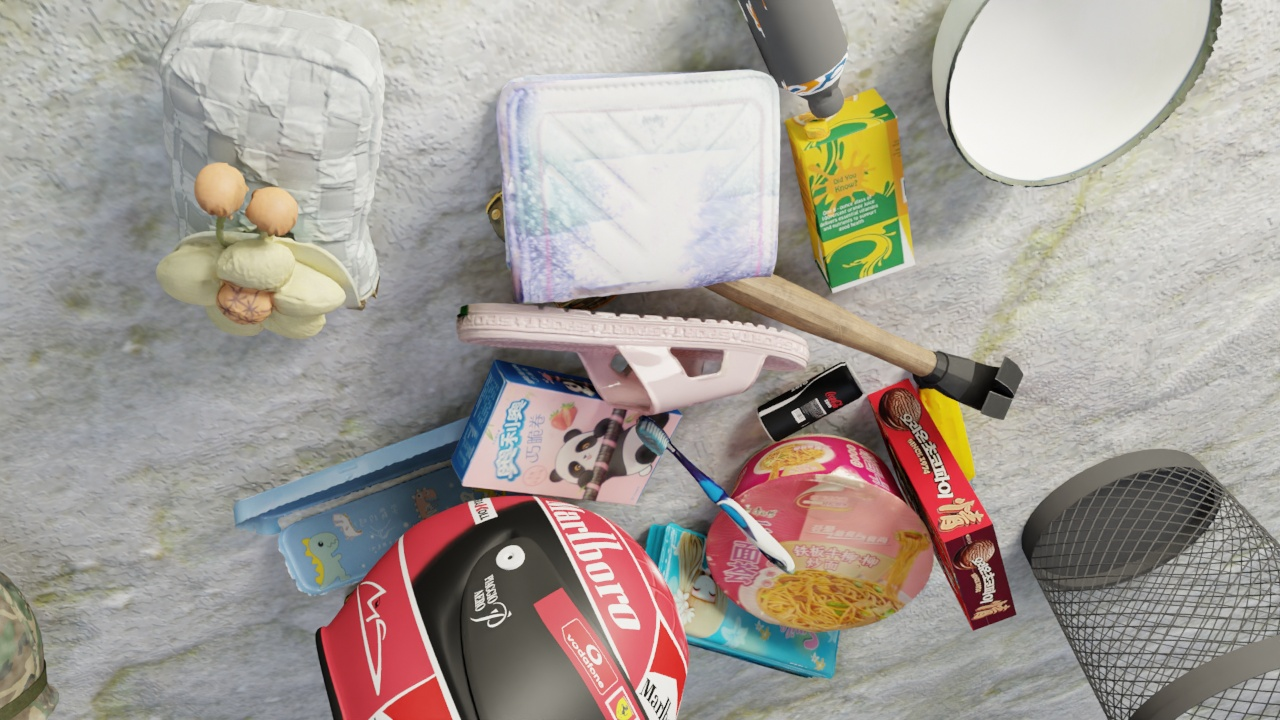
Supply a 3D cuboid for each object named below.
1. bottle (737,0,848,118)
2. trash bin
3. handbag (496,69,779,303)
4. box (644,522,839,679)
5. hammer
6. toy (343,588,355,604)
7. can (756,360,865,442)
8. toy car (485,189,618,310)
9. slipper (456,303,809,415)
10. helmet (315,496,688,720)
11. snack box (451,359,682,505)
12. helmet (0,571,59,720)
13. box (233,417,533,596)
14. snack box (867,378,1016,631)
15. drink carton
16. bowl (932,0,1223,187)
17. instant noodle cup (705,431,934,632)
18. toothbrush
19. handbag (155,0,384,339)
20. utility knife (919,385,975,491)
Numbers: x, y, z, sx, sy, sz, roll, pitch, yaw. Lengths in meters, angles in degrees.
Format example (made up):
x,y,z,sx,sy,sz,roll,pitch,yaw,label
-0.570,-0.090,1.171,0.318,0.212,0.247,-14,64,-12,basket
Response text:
x,y,z,sx,sy,sz,roll,pitch,yaw,label
0.087,-0.184,0.511,0.047,0.047,0.112,-27,130,11,bottle
0.491,0.227,0.834,0.217,0.227,0.218,-6,131,-7,trash bin
-0.002,-0.102,0.533,0.158,0.069,0.126,-5,110,-8,handbag
0.072,0.231,0.869,0.226,0.097,0.117,25,155,-30,box
0.122,-0.030,0.625,0.305,0.132,0.040,21,93,-18,hammer
-0.211,0.211,0.795,0.104,0.046,0.084,-22,135,18,toy
0.133,0.032,0.719,0.081,0.031,0.031,-30,130,14,can
-0.051,-0.064,0.585,0.047,0.047,0.112,-30,128,15,toy car
-0.004,0.004,0.609,0.239,0.094,0.064,6,86,-21,slipper
-0.078,0.209,0.612,0.224,0.271,0.198,-28,128,-11,helmet
-0.052,0.057,0.670,0.154,0.033,0.088,13,112,-35,snack box
-0.546,0.252,0.651,0.224,0.193,0.236,-11,101,-12,helmet
-0.195,0.109,0.710,0.209,0.047,0.122,-20,130,6,box
0.239,0.113,0.732,0.036,0.151,0.133,-24,131,8,snack box
0.136,-0.109,0.591,0.058,0.041,0.122,-19,132,4,drink carton
0.236,-0.183,0.526,0.153,0.072,0.154,-6,132,-7,bowl
0.145,0.136,0.759,0.179,0.077,0.179,5,126,6,instant noodle cup
0.059,0.106,0.692,0.016,0.017,0.189,-31,115,31,toothbrush
-0.194,-0.092,0.481,0.112,0.123,0.172,9,134,-12,handbag
0.277,0.088,0.808,0.030,0.019,0.228,-19,127,12,utility knife
